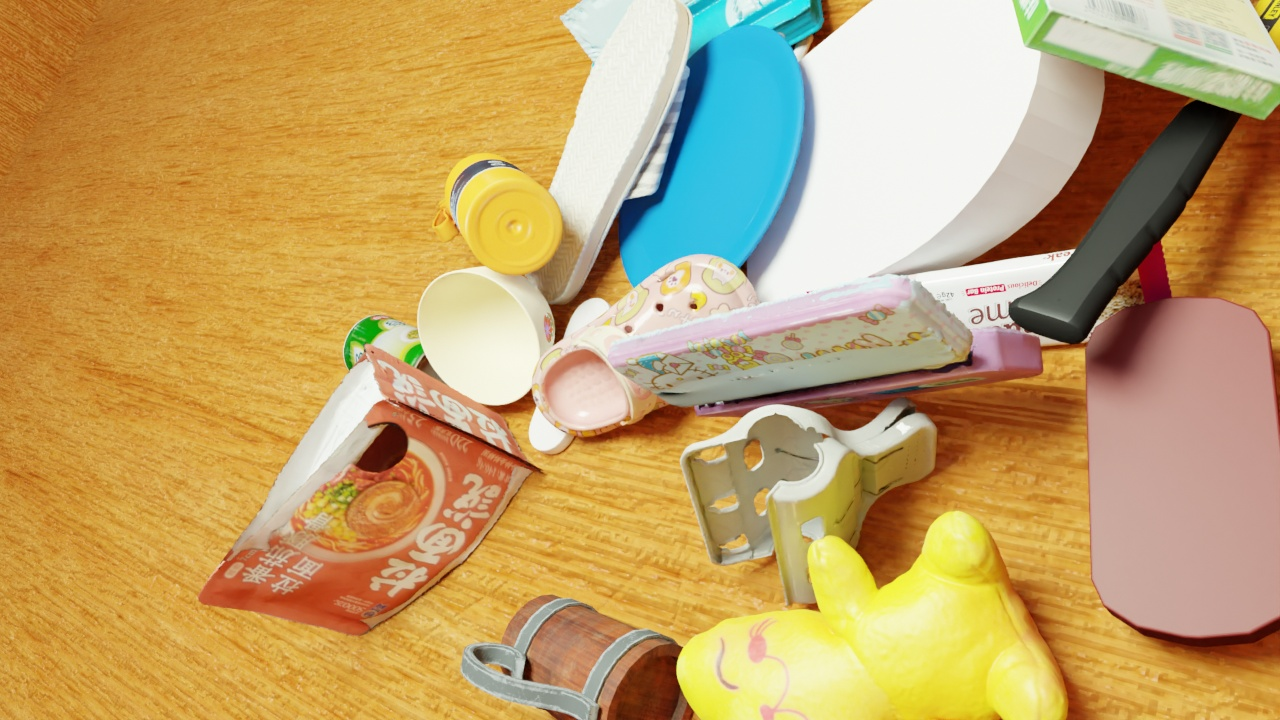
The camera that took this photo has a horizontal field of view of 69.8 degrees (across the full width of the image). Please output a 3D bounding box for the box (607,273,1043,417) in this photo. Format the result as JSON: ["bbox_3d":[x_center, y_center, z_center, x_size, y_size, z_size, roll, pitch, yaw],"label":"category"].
[{"bbox_3d":[0.097,0.002,0.525,0.215,0.151,0.040,-13,65,47],"label":"box"}]

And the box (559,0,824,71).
[{"bbox_3d":[0.037,-0.308,0.804,0.228,0.086,0.168,-21,89,32],"label":"box"}]

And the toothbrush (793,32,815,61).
[{"bbox_3d":[0.107,-0.206,0.745,0.012,0.017,0.186,11,73,51],"label":"toothbrush"}]

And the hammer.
[{"bbox_3d":[0.303,-0.130,0.490,0.127,0.029,0.323,25,67,44],"label":"hammer"}]

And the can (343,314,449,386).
[{"bbox_3d":[-0.215,0.002,0.844,0.121,0.067,0.067,19,79,42],"label":"can"}]

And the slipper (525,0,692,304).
[{"bbox_3d":[-0.025,-0.170,0.774,0.114,0.054,0.273,46,116,51],"label":"slipper"}]

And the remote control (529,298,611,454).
[{"bbox_3d":[-0.055,0.012,0.753,0.043,0.013,0.136,8,71,40],"label":"remote control"}]

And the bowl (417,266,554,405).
[{"bbox_3d":[-0.118,-0.031,0.776,0.118,0.118,0.073,-14,16,31],"label":"bowl"}]

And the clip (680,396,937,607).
[{"bbox_3d":[0.107,0.083,0.526,0.152,0.127,0.105,-13,48,4],"label":"clip"}]

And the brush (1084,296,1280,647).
[{"bbox_3d":[0.273,0.054,0.459,0.082,0.042,0.173,-7,63,35],"label":"brush"}]

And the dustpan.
[{"bbox_3d":[0.168,-0.139,0.601,0.258,0.053,0.191,-27,57,56],"label":"dustpan"}]

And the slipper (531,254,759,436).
[{"bbox_3d":[-0.004,0.004,0.656,0.198,0.093,0.081,-31,8,27],"label":"slipper"}]

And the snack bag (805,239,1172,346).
[{"bbox_3d":[0.201,-0.029,0.543,0.197,0.070,0.016,-7,42,34],"label":"snack bag"}]

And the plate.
[{"bbox_3d":[0.055,-0.148,0.718,0.225,0.024,0.224,-29,54,49],"label":"plate"}]

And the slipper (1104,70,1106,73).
[{"bbox_3d":[0.217,-0.173,0.615,0.249,0.059,0.103,-48,47,8],"label":"slipper"}]

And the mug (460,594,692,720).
[{"bbox_3d":[-0.044,0.198,0.576,0.111,0.117,0.081,12,92,44],"label":"mug"}]

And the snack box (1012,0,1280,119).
[{"bbox_3d":[0.258,-0.204,0.491,0.027,0.132,0.167,111,171,-50],"label":"snack box"}]

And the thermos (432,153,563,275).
[{"bbox_3d":[-0.135,-0.136,0.800,0.091,0.076,0.232,-10,21,-14],"label":"thermos"}]

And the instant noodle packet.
[{"bbox_3d":[-0.210,0.118,0.711,0.221,0.164,0.084,-48,49,5],"label":"instant noodle packet"}]

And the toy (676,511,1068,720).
[{"bbox_3d":[0.120,0.165,0.489,0.194,0.087,0.134,-38,67,20],"label":"toy"}]
